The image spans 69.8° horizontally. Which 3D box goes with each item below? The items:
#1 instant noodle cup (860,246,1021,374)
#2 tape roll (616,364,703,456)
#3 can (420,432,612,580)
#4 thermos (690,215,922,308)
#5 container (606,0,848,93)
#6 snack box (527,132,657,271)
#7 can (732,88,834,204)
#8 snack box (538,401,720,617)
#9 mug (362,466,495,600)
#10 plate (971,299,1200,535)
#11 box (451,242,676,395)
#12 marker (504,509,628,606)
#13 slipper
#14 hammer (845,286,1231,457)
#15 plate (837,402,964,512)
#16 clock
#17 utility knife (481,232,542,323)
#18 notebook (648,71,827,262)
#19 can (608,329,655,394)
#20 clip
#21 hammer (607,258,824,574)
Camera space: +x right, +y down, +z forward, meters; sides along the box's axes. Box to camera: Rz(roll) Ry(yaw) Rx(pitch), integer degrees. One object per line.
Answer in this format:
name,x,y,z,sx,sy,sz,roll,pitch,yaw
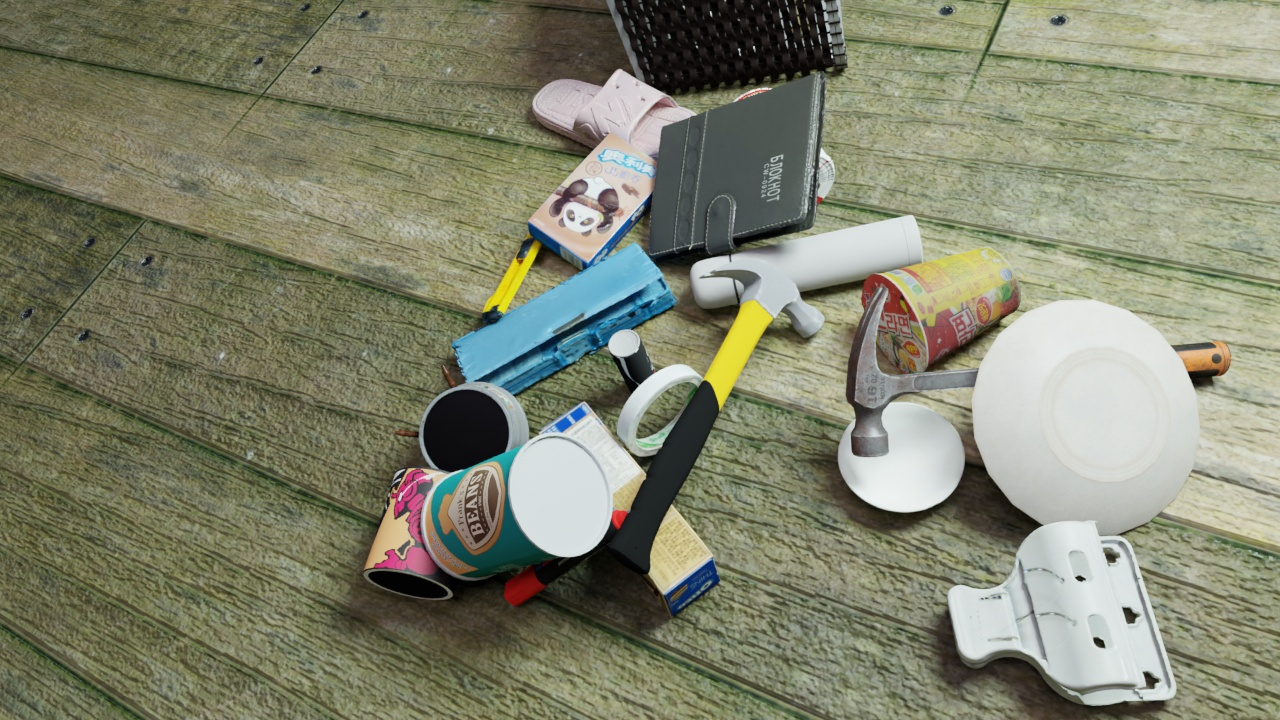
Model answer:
instant noodle cup,0.276,-0.051,0.829,0.112,0.100,0.100,-22,54,-8
tape roll,0.021,0.047,0.840,0.093,0.094,0.018,-40,56,-11
can,-0.107,0.126,0.776,0.144,0.099,0.099,-25,44,45
thermos,0.161,-0.095,0.913,0.224,0.052,0.052,-11,55,10
container,0.096,-0.482,1.071,0.244,0.246,0.246,-7,56,16
snack box,-0.045,-0.176,1.027,0.087,0.034,0.151,36,72,12
can,0.143,-0.221,0.979,0.086,0.087,0.116,-24,54,1
snack box,-0.013,0.129,0.821,0.056,0.057,0.206,-35,54,-11
mug,-0.182,0.163,0.844,0.118,0.082,0.098,15,60,-6
plate,0.358,0.042,0.721,0.188,0.027,0.188,1,83,-5
box,-0.084,-0.044,0.956,0.231,0.054,0.093,-29,53,-2
marker,-0.064,0.169,0.790,0.145,0.021,0.023,-38,55,26
slipper,-0.040,-0.302,1.104,0.239,0.064,0.094,25,68,31
hammer,0.328,-0.002,0.762,0.314,0.035,0.138,-5,96,-2
plate,0.224,0.087,0.791,0.104,0.026,0.104,-8,56,11
clock,-0.151,0.079,0.885,0.148,0.056,0.104,35,89,9
utility knife,-0.127,-0.122,1.031,0.030,0.019,0.216,1,46,26
notebook,0.092,-0.190,0.937,0.210,0.029,0.169,-8,69,47
can,-0.005,0.005,0.882,0.031,0.080,0.031,-8,56,12
clip,0.303,0.183,0.673,0.152,0.099,0.126,-2,54,4
hammer,0.058,0.038,0.801,0.029,0.127,0.322,-20,33,55
